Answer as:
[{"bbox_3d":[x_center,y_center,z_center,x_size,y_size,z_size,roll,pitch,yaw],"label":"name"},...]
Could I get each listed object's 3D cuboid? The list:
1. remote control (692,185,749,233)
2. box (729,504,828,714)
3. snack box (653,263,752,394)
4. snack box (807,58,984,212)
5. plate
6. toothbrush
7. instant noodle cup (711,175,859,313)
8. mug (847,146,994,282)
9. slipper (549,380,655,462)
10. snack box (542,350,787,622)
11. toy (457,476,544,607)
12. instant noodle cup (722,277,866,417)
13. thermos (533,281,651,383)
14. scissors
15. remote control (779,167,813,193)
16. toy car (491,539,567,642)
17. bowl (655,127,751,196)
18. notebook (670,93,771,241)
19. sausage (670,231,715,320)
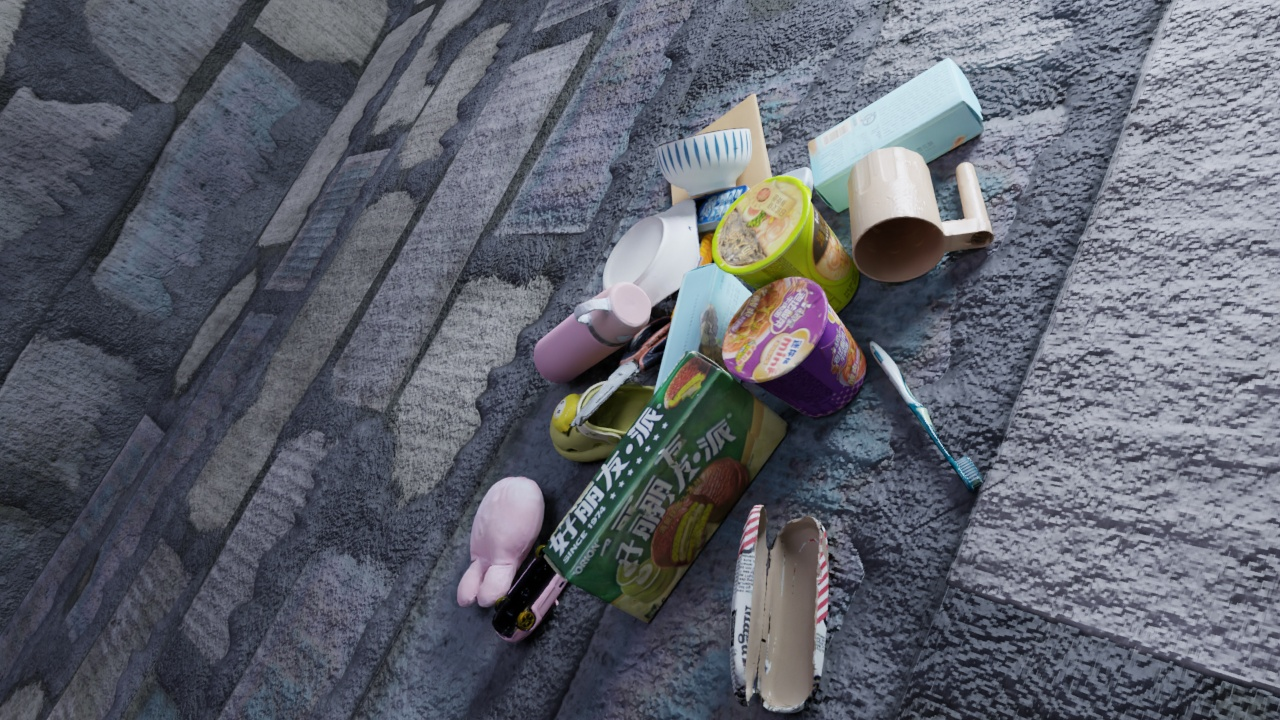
[{"bbox_3d":[0.085,-0.178,1.112,0.125,0.024,0.049,-2,58,52],"label":"remote control"},{"bbox_3d":[0.099,0.196,0.744,0.076,0.087,0.162,-31,42,50],"label":"box"},{"bbox_3d":[0.069,-0.011,0.961,0.052,0.074,0.174,-13,51,42],"label":"snack box"},{"bbox_3d":[0.261,-0.231,0.954,0.175,0.051,0.074,-28,44,32],"label":"snack box"},{"bbox_3d":[0.002,-0.121,1.117,0.165,0.034,0.163,-37,35,31],"label":"plate"},{"bbox_3d":[0.239,0.040,0.781,0.018,0.016,0.191,-32,40,10],"label":"toothbrush"},{"bbox_3d":[0.151,-0.101,0.905,0.112,0.123,0.111,-28,44,31],"label":"instant noodle cup"},{"bbox_3d":[0.260,-0.142,0.868,0.125,0.084,0.103,-7,50,15],"label":"mug"},{"bbox_3d":[-0.037,0.056,1.020,0.191,0.081,0.091,-9,52,41],"label":"slipper"},{"bbox_3d":[0.025,0.120,0.866,0.240,0.114,0.063,-53,35,-2],"label":"snack box"},{"bbox_3d":[-0.162,0.207,1.051,0.122,0.054,0.159,-15,49,50],"label":"toy"},{"bbox_3d":[0.149,-0.006,0.848,0.112,0.099,0.111,-29,42,31],"label":"instant noodle cup"},{"bbox_3d":[-0.066,-0.031,1.074,0.199,0.087,0.067,-31,65,56],"label":"thermos"},{"bbox_3d":[0.002,0.008,0.993,0.185,0.015,0.208,-18,26,7],"label":"scissors"},{"bbox_3d":[0.161,-0.158,1.030,0.056,0.020,0.135,-13,52,43],"label":"remote control"},{"bbox_3d":[-0.109,0.245,0.979,0.056,0.037,0.122,12,57,49],"label":"toy car"},{"bbox_3d":[0.080,-0.237,1.113,0.117,0.116,0.066,-4,100,46],"label":"bowl"},{"bbox_3d":[0.099,-0.244,1.182,0.148,0.008,0.207,-30,41,28],"label":"notebook"},{"bbox_3d":[0.064,-0.095,1.064,0.022,0.021,0.164,-17,37,39],"label":"sausage"}]
